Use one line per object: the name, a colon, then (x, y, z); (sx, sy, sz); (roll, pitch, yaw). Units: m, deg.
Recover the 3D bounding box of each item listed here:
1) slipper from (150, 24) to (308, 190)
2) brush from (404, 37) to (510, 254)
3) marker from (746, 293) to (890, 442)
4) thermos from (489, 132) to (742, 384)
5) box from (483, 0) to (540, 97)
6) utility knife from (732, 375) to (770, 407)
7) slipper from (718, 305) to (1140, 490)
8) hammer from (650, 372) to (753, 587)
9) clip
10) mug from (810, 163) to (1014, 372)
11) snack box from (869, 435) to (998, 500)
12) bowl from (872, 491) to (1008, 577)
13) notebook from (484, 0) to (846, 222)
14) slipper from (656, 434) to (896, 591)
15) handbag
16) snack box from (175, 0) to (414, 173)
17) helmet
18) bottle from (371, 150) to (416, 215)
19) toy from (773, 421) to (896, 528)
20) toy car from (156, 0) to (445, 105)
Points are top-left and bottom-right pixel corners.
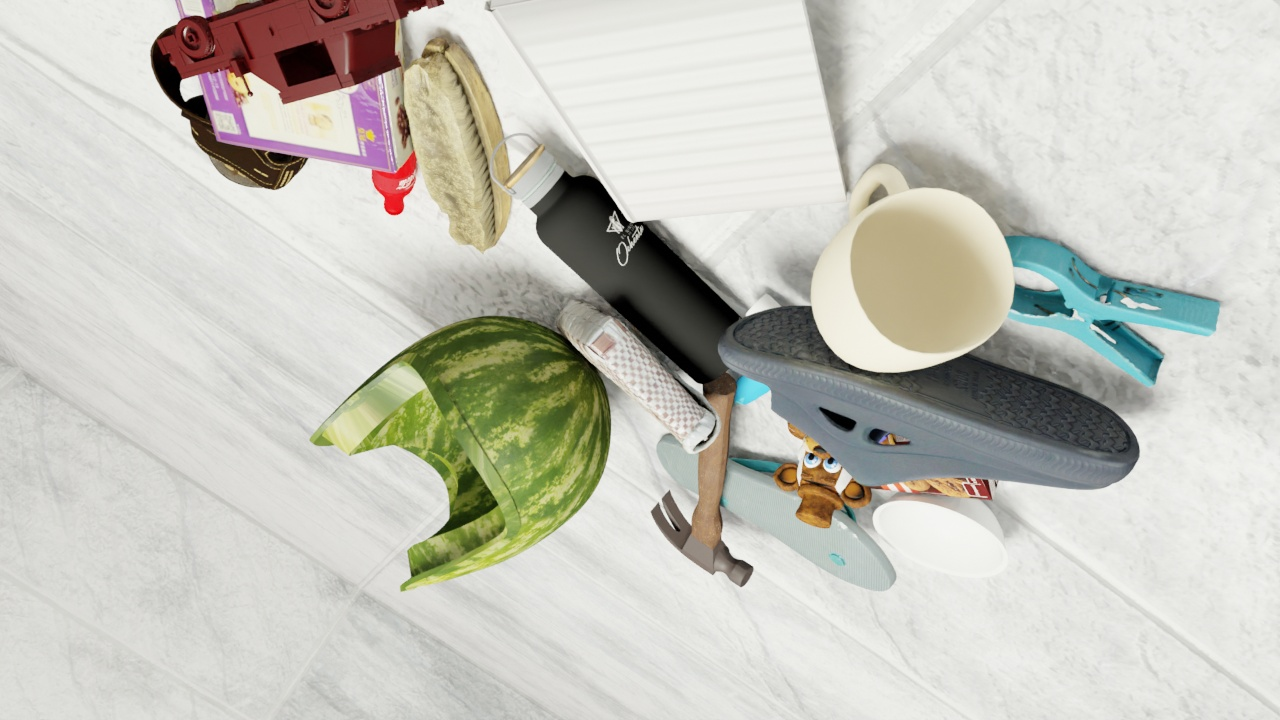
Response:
slipper: (-0.334, -0.212, 0.752); (0.113, 0.075, 0.269); (36, 150, -7)
brush: (-0.135, -0.151, 0.693); (0.059, 0.043, 0.196); (22, 148, 17)
marker: (0.131, 0.006, 0.668); (0.133, 0.027, 0.023); (45, 138, 7)
thermos: (-0.017, -0.078, 0.678); (0.231, 0.061, 0.061); (42, 149, -18)
box: (-0.018, -0.194, 0.479); (0.166, 0.092, 0.083); (-9, 112, 51)
utility knife: (0.098, 0.013, 0.755); (0.031, 0.015, 0.206); (38, 146, -7)
slipper: (0.179, 0.037, 0.611); (0.268, 0.110, 0.083); (18, 121, 11)
hammer: (0.064, 0.115, 0.862); (0.115, 0.033, 0.324); (32, 150, 23)
clip: (0.259, -0.040, 0.519); (0.127, 0.028, 0.114); (21, 147, 18)
mug: (0.147, -0.052, 0.541); (0.100, 0.096, 0.120); (127, 129, -79)
snack box: (0.208, 0.078, 0.734); (0.141, 0.031, 0.051); (-1, 138, 43)
bowl: (0.255, 0.134, 0.767); (0.110, 0.040, 0.110); (23, 150, 14)
notebook: (0.027, -0.133, 0.495); (0.143, 0.009, 0.210); (-2, 160, 18)
slipper: (0.129, 0.125, 0.875); (0.269, 0.054, 0.098); (25, 149, 33)
handbag: (-0.004, 0.004, 0.742); (0.124, 0.047, 0.186); (43, 178, -15)
snack box: (-0.238, -0.212, 0.637); (0.148, 0.040, 0.144); (12, 134, 7)
helmet: (-0.141, 0.070, 0.840); (0.248, 0.242, 0.213); (-35, 83, 25)
bottle: (-0.202, -0.158, 0.751); (0.036, 0.036, 0.119); (31, 151, 1)
toy: (0.148, 0.070, 0.705); (0.087, 0.112, 0.067); (10, 156, 32)
toy car: (-0.203, -0.197, 0.561); (0.170, 0.070, 0.062); (-6, 116, 22)
